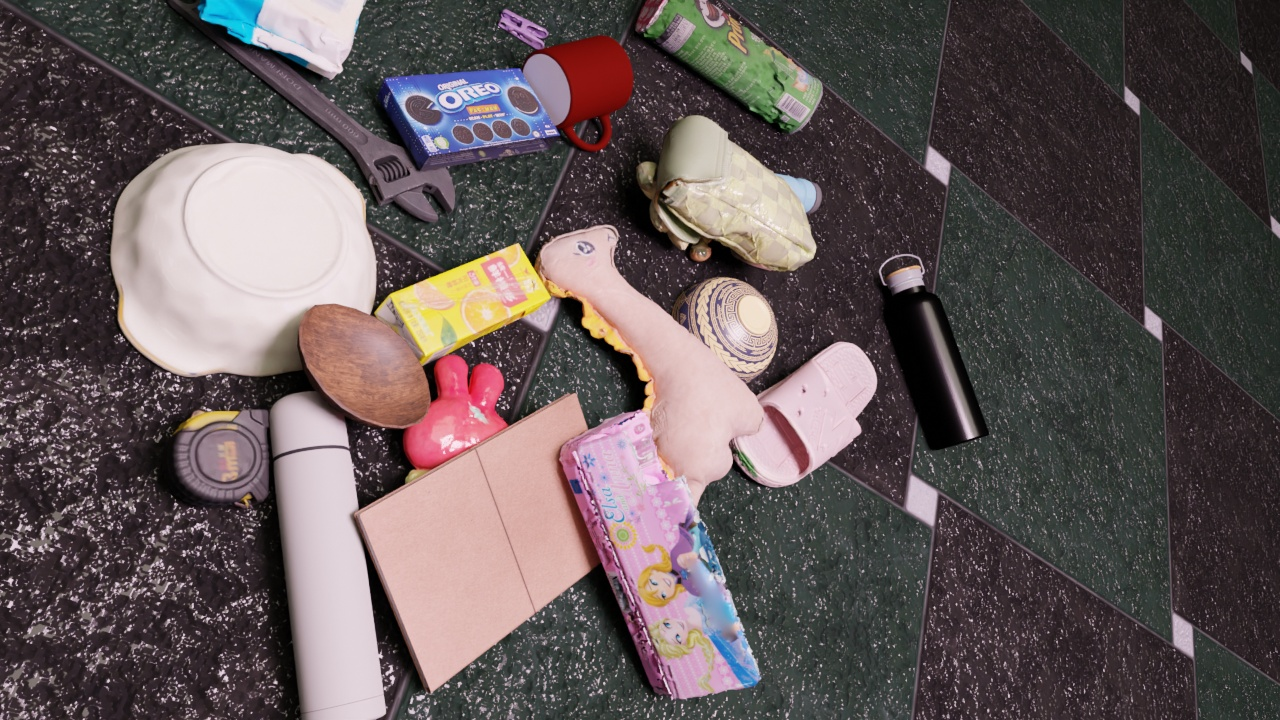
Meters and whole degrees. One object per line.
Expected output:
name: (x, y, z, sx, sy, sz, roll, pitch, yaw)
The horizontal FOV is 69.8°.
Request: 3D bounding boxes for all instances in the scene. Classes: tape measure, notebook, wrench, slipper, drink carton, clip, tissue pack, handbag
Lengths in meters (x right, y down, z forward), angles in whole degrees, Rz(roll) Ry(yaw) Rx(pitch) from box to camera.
tape measure: (-0.285, 0.068, 0.615, 0.062, 0.038, 0.067, 3, 74, -43)
notebook: (-0.102, 0.130, 0.698, 0.208, 0.008, 0.141, -30, 108, -42)
wrench: (-0.266, -0.210, 0.755, 0.273, 0.018, 0.072, 39, 49, -14)
slipper: (0.183, 0.047, 0.932, 0.238, 0.065, 0.094, -34, 92, -41)
drink carton: (-0.143, -0.047, 0.756, 0.134, 0.043, 0.058, -30, 88, -40)
clip: (0.120, -0.113, 0.989, 0.061, 0.043, 0.024, 34, 55, -35)
tissue pack: (-0.281, -0.327, 0.756, 0.117, 0.066, 0.209, 21, 56, -28)
handbag: (0.079, -0.146, 0.909, 0.186, 0.117, 0.113, 30, 44, -22)
clip: (-0.116, -0.332, 0.913, 0.053, 0.013, 0.036, 10, 64, -29)

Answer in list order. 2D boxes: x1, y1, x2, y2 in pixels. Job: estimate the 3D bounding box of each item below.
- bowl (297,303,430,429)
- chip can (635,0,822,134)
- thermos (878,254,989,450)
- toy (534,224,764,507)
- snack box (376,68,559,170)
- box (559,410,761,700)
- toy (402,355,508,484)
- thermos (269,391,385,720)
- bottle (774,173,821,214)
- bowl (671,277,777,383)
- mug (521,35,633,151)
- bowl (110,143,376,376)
bowl: (-0.203, 0.010, 0.658, 0.114, 0.026, 0.102, 23, 39, -53)
chip can: (0.105, -0.340, 1.031, 0.223, 0.076, 0.075, 26, 58, -24)
thermos: (0.335, -0.015, 1.065, 0.061, 0.061, 0.231, -7, 76, -37)
toy: (-0.005, 0.005, 0.822, 0.264, 0.065, 0.195, 41, 58, -9)
snack box: (-0.150, -0.219, 0.820, 0.149, 0.027, 0.082, -23, 79, -44)
box: (0.027, 0.155, 0.732, 0.084, 0.097, 0.230, -27, 99, -41)
toy: (-0.139, 0.061, 0.711, 0.091, 0.045, 0.135, 11, 71, -34)
thermos: (-0.215, 0.132, 0.625, 0.052, 0.052, 0.224, -2, 72, -36)
bottle: (0.152, -0.187, 1.023, 0.129, 0.040, 0.040, 1, 70, -35)
bowl: (0.093, -0.034, 0.904, 0.112, 0.061, 0.112, 14, 64, -30)
mug: (-0.058, -0.254, 0.891, 0.082, 0.073, 0.106, -30, 119, -39)
bowl: (-0.277, -0.086, 0.668, 0.188, 0.060, 0.218, 42, 54, -14)
